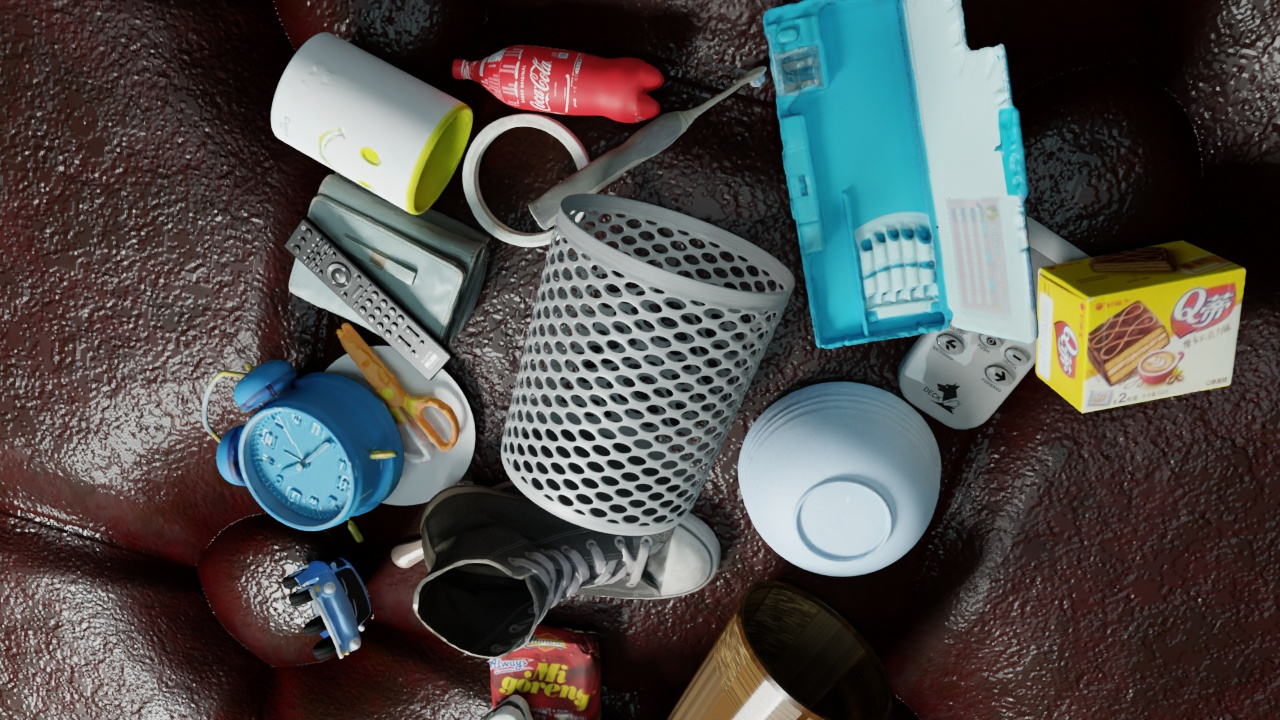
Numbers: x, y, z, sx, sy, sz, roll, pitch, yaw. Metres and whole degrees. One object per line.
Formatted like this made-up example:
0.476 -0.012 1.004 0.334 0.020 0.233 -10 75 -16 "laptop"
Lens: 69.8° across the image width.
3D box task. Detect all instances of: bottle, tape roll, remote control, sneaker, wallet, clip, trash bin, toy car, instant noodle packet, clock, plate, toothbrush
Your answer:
-0.056 -0.188 0.616 0.141 0.041 0.042 8 109 4 "bottle"
-0.080 -0.128 0.654 0.093 0.013 0.093 2 108 7 "tape roll"
0.249 -0.022 0.645 0.074 0.019 0.151 32 109 -4 "remote control"
-0.050 0.158 0.682 0.234 0.119 0.095 12 109 -10 "sneaker"
-0.184 -0.069 0.669 0.131 0.054 0.100 25 108 4 "wallet"
-0.192 -0.043 0.648 0.140 0.009 0.030 44 119 -7 "remote control"
-0.077 0.345 0.733 0.127 0.104 0.152 -41 110 19 "clip"
-0.004 0.004 0.615 0.156 0.156 0.184 19 112 0 "trash bin"
-0.242 0.188 0.718 0.054 0.154 0.056 -25 96 -24 "toy car"
-0.081 0.283 0.775 0.099 0.039 0.135 5 109 12 "instant noodle packet"
-0.260 0.064 0.699 0.161 0.060 0.117 27 115 6 "clock"
-0.195 0.052 0.727 0.134 0.011 0.135 2 108 6 "plate"
0.005 -0.148 0.625 0.186 0.022 0.024 -32 133 7 "toothbrush"

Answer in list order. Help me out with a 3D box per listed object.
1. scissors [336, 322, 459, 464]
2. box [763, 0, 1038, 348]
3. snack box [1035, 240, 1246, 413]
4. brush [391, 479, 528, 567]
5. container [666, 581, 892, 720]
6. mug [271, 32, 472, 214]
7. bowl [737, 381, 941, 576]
-0.194 0.025 0.706 0.065 0.013 0.128 -35 102 16 "scissors"
0.171 -0.124 0.585 0.172 0.084 0.227 0 108 43 "box"
0.324 -0.023 0.600 0.106 0.061 0.084 -11 114 -3 "snack box"
-0.147 0.142 0.749 0.136 0.015 0.050 -24 104 14 "brush"
0.089 0.278 0.711 0.132 0.132 0.168 30 114 -3 "container"
-0.179 -0.159 0.619 0.106 0.082 0.083 28 109 -2 "mug"
0.144 0.098 0.662 0.150 0.074 0.151 3 112 8 "bowl"
